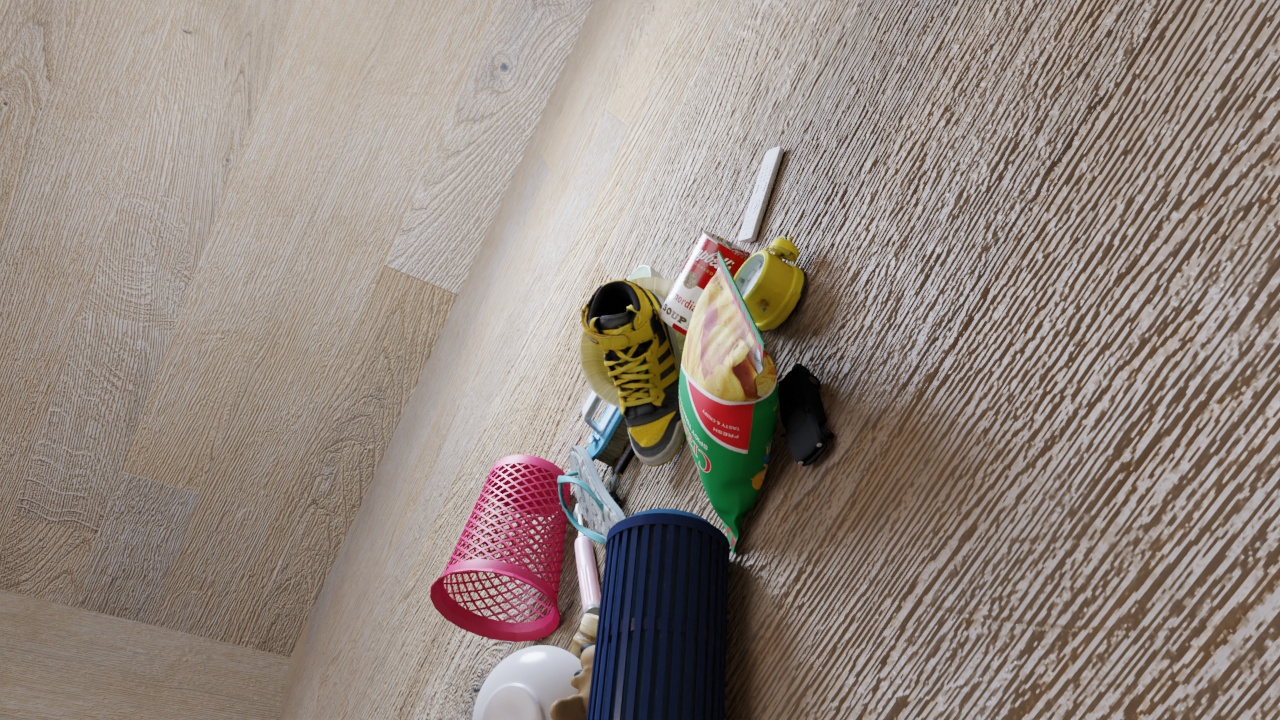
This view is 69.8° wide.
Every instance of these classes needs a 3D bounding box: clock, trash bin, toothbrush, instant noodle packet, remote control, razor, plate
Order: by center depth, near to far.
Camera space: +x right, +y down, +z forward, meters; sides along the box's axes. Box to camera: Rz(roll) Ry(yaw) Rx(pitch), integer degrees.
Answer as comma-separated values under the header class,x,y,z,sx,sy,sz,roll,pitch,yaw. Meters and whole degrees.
class,x,y,z,sx,sy,sz,roll,pitch,yaw
trash bin,0.019,0.275,0.876,0.140,0.139,0.248,-46,29,44
instant noodle packet,0.089,0.042,0.959,0.195,0.090,0.253,-104,15,-57
clock,0.145,-0.090,1.038,0.084,0.057,0.118,-32,32,56
remote control,0.157,-0.214,1.185,0.033,0.012,0.130,-1,68,65
plate,0.008,-0.020,1.238,0.185,0.036,0.184,-7,72,22
razor,-0.015,0.132,1.248,0.144,0.022,0.043,-65,23,7
toothbrush,-0.075,0.269,1.257,0.027,0.027,0.222,-59,22,21

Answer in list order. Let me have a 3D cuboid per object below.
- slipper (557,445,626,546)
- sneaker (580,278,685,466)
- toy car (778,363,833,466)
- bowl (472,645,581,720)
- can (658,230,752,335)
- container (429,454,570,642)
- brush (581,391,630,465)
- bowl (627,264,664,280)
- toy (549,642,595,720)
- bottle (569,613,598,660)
class,x,y,z,sx,sy,sz,roll,pitch,yaw
slipper,-0.071,0.203,1.239,0.269,0.054,0.098,-135,38,-61
sneaker,-0.007,0.007,1.145,0.086,0.122,0.238,-17,66,23
toy car,0.157,0.051,0.899,0.046,0.034,0.112,-52,27,35
bowl,-0.130,0.415,1.044,0.177,0.066,0.176,-11,67,28
can,0.087,-0.088,1.131,0.116,0.086,0.086,-62,22,15
container,-0.186,0.264,1.347,0.184,0.183,0.225,-48,21,41
brush,-0.047,0.083,1.299,0.136,0.075,0.055,-61,22,17
bowl,0.010,-0.075,1.336,0.118,0.061,0.117,-49,29,39
toy,-0.023,0.343,0.981,0.108,0.134,0.105,-33,56,14
bottle,-0.080,0.389,1.103,0.060,0.059,0.166,-2,67,67
